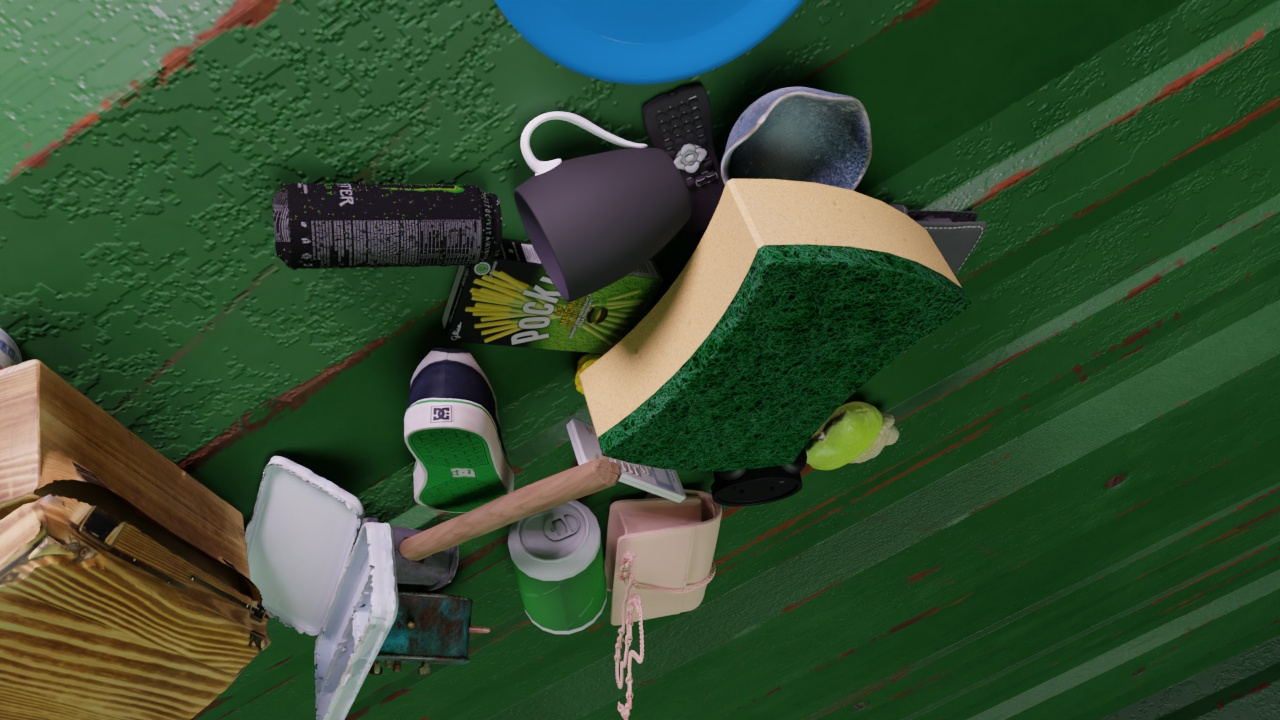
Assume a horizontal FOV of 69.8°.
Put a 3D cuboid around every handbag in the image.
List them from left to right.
[{"bbox_3d":[0.033,0.252,0.931,0.116,0.187,0.199,-3,131,-11],"label":"handbag"}]

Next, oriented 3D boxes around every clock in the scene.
[{"bbox_3d":[-0.237,0.270,0.900,0.158,0.073,0.121,-15,154,39],"label":"clock"},{"bbox_3d":[0.113,0.105,0.894,0.091,0.042,0.121,-5,155,-3],"label":"clock"}]

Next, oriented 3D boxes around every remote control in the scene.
[{"bbox_3d":[-0.011,0.093,0.846,0.011,0.050,0.135,-43,135,22],"label":"remote control"},{"bbox_3d":[0.036,-0.138,0.650,0.046,0.009,0.124,-22,139,0],"label":"remote control"}]

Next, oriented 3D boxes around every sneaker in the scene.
[{"bbox_3d":[-0.146,0.064,0.748,0.084,0.079,0.236,1,153,-6],"label":"sneaker"}]

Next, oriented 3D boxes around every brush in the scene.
[{"bbox_3d":[0.094,-0.013,0.691,0.194,0.075,0.251,6,140,-34],"label":"brush"}]

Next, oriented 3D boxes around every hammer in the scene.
[{"bbox_3d":[-0.134,0.133,0.752,0.098,0.052,0.329,19,147,-38],"label":"hammer"}]

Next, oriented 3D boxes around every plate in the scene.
[{"bbox_3d":[0.014,-0.259,0.499,0.224,0.024,0.225,-12,138,-11],"label":"plate"}]

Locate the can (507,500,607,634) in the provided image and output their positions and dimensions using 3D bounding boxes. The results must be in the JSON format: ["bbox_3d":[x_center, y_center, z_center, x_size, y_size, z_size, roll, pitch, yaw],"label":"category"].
[{"bbox_3d":[-0.080,0.204,0.906,0.087,0.087,0.140,-14,138,-10],"label":"can"}]

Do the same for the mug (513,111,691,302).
[{"bbox_3d":[-0.028,-0.112,0.607,0.100,0.085,0.119,-27,110,-10],"label":"mug"}]

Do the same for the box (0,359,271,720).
[{"bbox_3d":[-0.405,0.177,0.605,0.258,0.220,0.280,-20,150,-6],"label":"box"}]

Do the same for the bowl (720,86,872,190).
[{"bbox_3d":[0.101,-0.147,0.634,0.110,0.055,0.111,-12,138,-11],"label":"bowl"}]

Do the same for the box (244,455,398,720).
[{"bbox_3d":[-0.268,0.196,0.776,0.084,0.186,0.211,-14,143,-44],"label":"box"}]

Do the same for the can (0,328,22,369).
[{"bbox_3d":[-0.439,0.010,0.574,0.086,0.043,0.086,-13,139,-11],"label":"can"}]

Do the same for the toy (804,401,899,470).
[{"bbox_3d":[0.217,0.080,0.937,0.115,0.046,0.092,10,131,-40],"label":"toy"}]

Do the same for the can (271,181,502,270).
[{"bbox_3d":[-0.160,-0.086,0.585,0.137,0.054,0.054,-3,136,-21],"label":"can"}]

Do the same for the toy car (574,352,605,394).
[{"bbox_3d":[-0.005,0.004,0.771,0.106,0.030,0.049,-9,136,-17],"label":"toy car"}]

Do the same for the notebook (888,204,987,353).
[{"bbox_3d":[0.174,-0.063,0.779,0.208,0.029,0.170,-5,138,-24],"label":"notebook"}]

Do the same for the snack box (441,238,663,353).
[{"bbox_3d":[-0.066,-0.046,0.691,0.147,0.025,0.080,4,133,-28],"label":"snack box"}]
